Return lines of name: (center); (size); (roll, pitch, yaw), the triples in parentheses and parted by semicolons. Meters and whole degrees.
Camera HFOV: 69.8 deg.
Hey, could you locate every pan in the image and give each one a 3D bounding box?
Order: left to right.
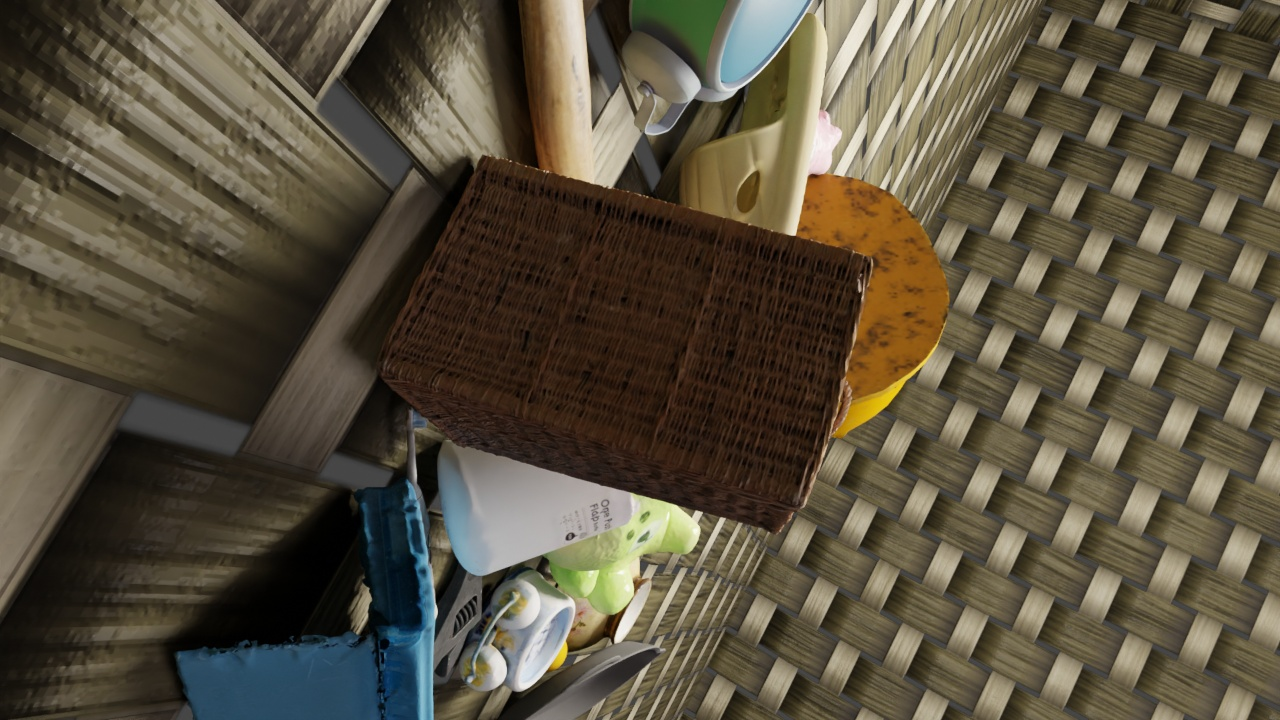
pan: (-0.084, 0.356, 0.928); (0.216, 0.024, 0.356); (-21, 153, -29)

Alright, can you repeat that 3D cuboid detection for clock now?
clock: (-0.098, 0.209, 0.707); (0.089, 0.052, 0.125); (-62, 160, -1)
clock: (0.040, -0.197, 0.497); (0.162, 0.075, 0.121); (-58, 168, 27)

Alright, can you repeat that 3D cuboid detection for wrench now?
wrench: (-0.099, 0.101, 0.603); (0.273, 0.018, 0.073); (-69, 162, 11)

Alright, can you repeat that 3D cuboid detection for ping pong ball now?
ping pong ball: (-0.086, 0.261, 0.829); (0.040, 0.040, 0.040); (-54, 160, -30)

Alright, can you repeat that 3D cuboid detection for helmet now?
helmet: (0.136, -0.025, 0.760); (0.131, 0.205, 0.254); (88, 13, -48)

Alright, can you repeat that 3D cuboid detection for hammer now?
hammer: (-0.040, -0.140, 0.406); (0.132, 0.033, 0.331); (-56, 162, -28)

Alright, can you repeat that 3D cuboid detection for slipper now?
slipper: (0.067, -0.135, 0.654); (0.111, 0.079, 0.261); (146, -39, -72)

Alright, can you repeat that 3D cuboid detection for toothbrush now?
toothbrush: (-0.125, 0.090, 0.503); (0.022, 0.024, 0.186); (-105, -161, -46)

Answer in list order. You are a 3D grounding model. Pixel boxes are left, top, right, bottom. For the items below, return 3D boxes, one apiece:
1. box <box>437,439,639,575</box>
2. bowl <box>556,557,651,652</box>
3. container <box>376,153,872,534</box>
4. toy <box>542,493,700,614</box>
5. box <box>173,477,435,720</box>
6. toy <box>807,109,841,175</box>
box: (-0.053, 0.045, 0.543); (0.146, 0.136, 0.084); (-14, 137, -18)
bowl: (-0.034, 0.233, 0.903); (0.144, 0.063, 0.145); (-54, 161, -28)
container: (-0.002, 0.000, 0.432); (0.113, 0.198, 0.113); (79, 29, -67)
toy: (-0.022, 0.115, 0.722); (0.150, 0.107, 0.197); (-38, 145, -20)
box: (-0.168, 0.174, 0.484); (0.112, 0.094, 0.232); (-3, 134, -17)
toy: (0.126, -0.182, 0.762); (0.095, 0.052, 0.099); (6, 116, -30)
